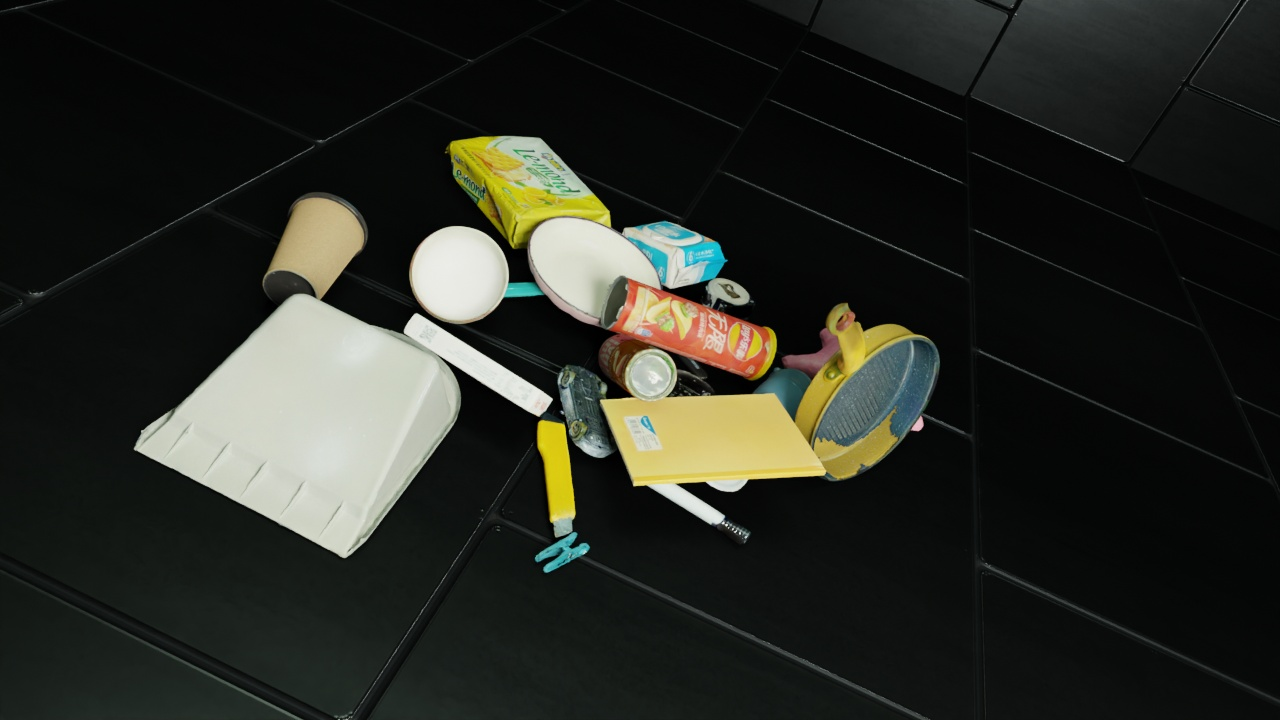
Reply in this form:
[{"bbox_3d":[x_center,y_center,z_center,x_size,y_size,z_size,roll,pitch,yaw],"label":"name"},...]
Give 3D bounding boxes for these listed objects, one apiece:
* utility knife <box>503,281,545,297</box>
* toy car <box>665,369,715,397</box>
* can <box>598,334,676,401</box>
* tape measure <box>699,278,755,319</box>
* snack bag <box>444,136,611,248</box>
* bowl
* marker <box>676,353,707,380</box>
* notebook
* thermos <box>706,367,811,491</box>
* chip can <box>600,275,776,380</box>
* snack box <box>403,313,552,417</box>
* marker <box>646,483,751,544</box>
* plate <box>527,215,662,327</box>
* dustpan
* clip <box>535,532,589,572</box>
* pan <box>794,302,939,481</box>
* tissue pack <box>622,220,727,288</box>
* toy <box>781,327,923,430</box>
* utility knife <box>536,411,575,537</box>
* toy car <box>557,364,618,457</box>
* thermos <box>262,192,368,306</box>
[{"bbox_3d":[-0.170,-0.089,1.162,0.160,0.013,0.029,-5,40,-31],"label":"utility knife"},{"bbox_3d":[0.033,0.062,1.043,0.070,0.042,0.157,31,39,13],"label":"toy car"},{"bbox_3d":[-0.006,0.006,1.028,0.058,0.058,0.147,10,5,-16],"label":"can"},{"bbox_3d":[0.120,-0.086,1.295,0.065,0.034,0.066,-8,45,-38],"label":"tape measure"},{"bbox_3d":[-0.167,-0.242,1.319,0.157,0.068,0.246,-10,46,-36],"label":"snack bag"},{"bbox_3d":[-0.215,-0.098,1.089,0.113,0.113,0.062,16,-6,-9],"label":"bowl"},{"bbox_3d":[0.049,-0.017,1.182,0.018,0.015,0.124,-11,48,-34],"label":"marker"},{"bbox_3d":[0.073,0.079,0.964,0.206,0.010,0.145,-1,32,-17],"label":"notebook"},{"bbox_3d":[0.141,0.073,1.068,0.070,0.070,0.219,33,37,16],"label":"thermos"},{"bbox_3d":[0.060,-0.038,1.139,0.216,0.073,0.073,18,34,-21],"label":"chip can"},{"bbox_3d":[-0.170,0.006,0.973,0.157,0.027,0.085,32,-5,7],"label":"snack box"},{"bbox_3d":[0.056,0.151,0.958,0.131,0.018,0.022,30,17,11],"label":"marker"},{"bbox_3d":[-0.064,-0.110,1.203,0.192,0.039,0.192,19,42,-19],"label":"plate"},{"bbox_3d":[-0.301,0.051,0.909,0.223,0.143,0.257,26,64,5],"label":"dustpan"},{"bbox_3d":[-0.073,0.180,0.856,0.056,0.014,0.046,-20,54,-43],"label":"clip"},{"bbox_3d":[0.234,0.021,0.978,0.078,0.197,0.357,43,-3,39],"label":"pan"},{"bbox_3d":[0.043,-0.152,1.291,0.089,0.063,0.140,-16,34,-37],"label":"tissue pack"},{"bbox_3d":[0.276,0.031,1.192,0.194,0.075,0.178,23,45,7],"label":"toy"},{"bbox_3d":[-0.087,0.115,0.932,0.033,0.015,0.173,10,36,-18],"label":"utility knife"},{"bbox_3d":[-0.060,0.056,1.004,0.054,0.037,0.120,20,36,-37],"label":"toy car"},{"bbox_3d":[-0.371,-0.123,1.041,0.093,0.093,0.143,16,44,-8],"label":"thermos"}]
